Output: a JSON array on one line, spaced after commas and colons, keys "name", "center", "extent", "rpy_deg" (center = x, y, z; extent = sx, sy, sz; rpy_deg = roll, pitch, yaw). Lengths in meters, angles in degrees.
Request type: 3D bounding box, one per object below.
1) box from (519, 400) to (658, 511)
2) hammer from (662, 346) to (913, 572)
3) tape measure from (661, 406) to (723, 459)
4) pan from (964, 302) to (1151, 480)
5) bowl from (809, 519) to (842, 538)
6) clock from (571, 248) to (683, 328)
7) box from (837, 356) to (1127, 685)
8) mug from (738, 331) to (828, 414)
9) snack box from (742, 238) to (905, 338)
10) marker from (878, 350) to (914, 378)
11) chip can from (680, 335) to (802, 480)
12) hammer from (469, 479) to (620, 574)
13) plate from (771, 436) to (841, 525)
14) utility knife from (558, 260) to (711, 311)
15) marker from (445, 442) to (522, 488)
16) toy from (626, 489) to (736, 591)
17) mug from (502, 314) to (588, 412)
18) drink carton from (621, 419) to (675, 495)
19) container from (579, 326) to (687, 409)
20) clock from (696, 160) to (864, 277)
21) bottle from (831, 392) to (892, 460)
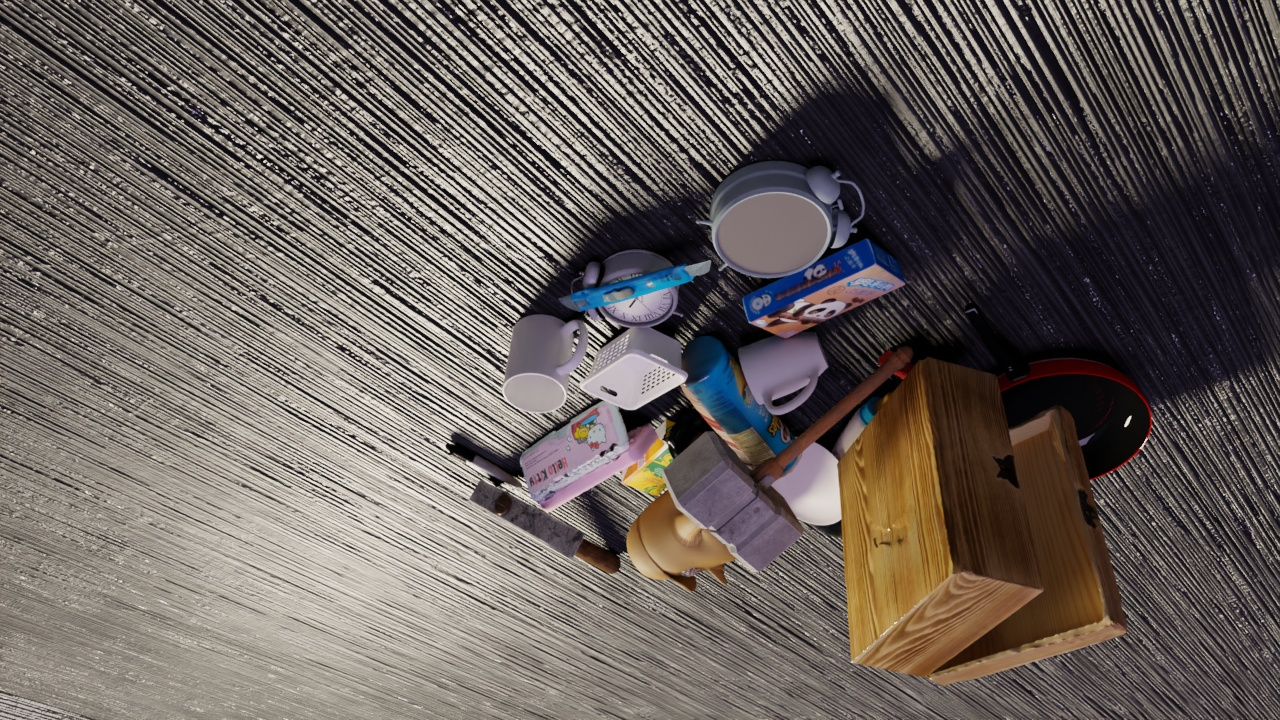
[{"name": "box", "center": [-0.082, 0.123, 1.235], "extent": [0.203, 0.087, 0.095], "rpy_deg": [-33, 99, 35]}, {"name": "hammer", "center": [0.197, 0.092, 1.086], "extent": [0.318, 0.083, 0.162], "rpy_deg": [-42, 119, 9]}, {"name": "tape measure", "center": [0.070, 0.104, 1.185], "extent": [0.072, 0.071, 0.042], "rpy_deg": [52, 163, -21]}, {"name": "pan", "center": [0.463, 0.034, 1.090], "extent": [0.209, 0.067, 0.356], "rpy_deg": [-25, 125, 30]}, {"name": "bowl", "center": [0.274, 0.182, 1.268], "extent": [0.114, 0.060, 0.114], "rpy_deg": [22, 127, 33]}, {"name": "clock", "center": [-0.016, -0.077, 1.014], "extent": [0.123, 0.035, 0.095], "rpy_deg": [-1, 139, 4]}, {"name": "box", "center": [0.364, 0.198, 1.043], "extent": [0.215, 0.278, 0.258], "rpy_deg": [14, 138, -11]}, {"name": "mug", "center": [0.170, 0.015, 1.057], "extent": [0.089, 0.107, 0.071], "rpy_deg": [-22, 132, 14]}, {"name": "snack box", "center": [0.195, -0.074, 0.981], "extent": [0.152, 0.034, 0.087], "rpy_deg": [-25, 157, 30]}, {"name": "marker", "center": [0.349, 0.029, 1.125], "extent": [0.145, 0.021, 0.024], "rpy_deg": [29, 156, -27]}, {"name": "chip can", "center": [0.121, 0.064, 1.143], "extent": [0.080, 0.079, 0.229], "rpy_deg": [-20, 134, 24]}, {"name": "hammer", "center": [-0.092, 0.279, 1.373], "extent": [0.218, 0.037, 0.300], "rpy_deg": [18, 164, 41]}, {"name": "plate", "center": [0.227, 0.162, 1.245], "extent": [0.135, 0.011, 0.135], "rpy_deg": [21, 126, 32]}, {"name": "utility knife", "center": [-0.005, -0.079, 0.973], "extent": [0.174, 0.015, 0.031], "rpy_deg": [-16, 140, 19]}, {"name": "marker", "center": [-0.222, 0.153, 1.309], "extent": [0.016, 0.022, 0.138], "rpy_deg": [-35, 126, 29]}, {"name": "toy", "center": [0.075, 0.239, 1.277], "extent": [0.204, 0.162, 0.198], "rpy_deg": [-33, 164, 20]}, {"name": "mug", "center": [-0.104, -0.004, 1.063], "extent": [0.111, 0.090, 0.073], "rpy_deg": [-27, 132, 30]}, {"name": "drink carton", "center": [0.027, 0.136, 1.258], "extent": [0.058, 0.041, 0.123], "rpy_deg": [23, 135, -22]}, {"name": "container", "center": [-0.006, 0.006, 1.085], "extent": [0.080, 0.049, 0.130], "rpy_deg": [25, 148, -24]}, {"name": "clock", "center": [0.143, -0.142, 0.920], "extent": [0.159, 0.045, 0.122], "rpy_deg": [-12, 138, 19]}, {"name": "bottle", "center": [0.292, 0.088, 1.175], "extent": [0.051, 0.051, 0.146], "rpy_deg": [10, 139, -8]}]
